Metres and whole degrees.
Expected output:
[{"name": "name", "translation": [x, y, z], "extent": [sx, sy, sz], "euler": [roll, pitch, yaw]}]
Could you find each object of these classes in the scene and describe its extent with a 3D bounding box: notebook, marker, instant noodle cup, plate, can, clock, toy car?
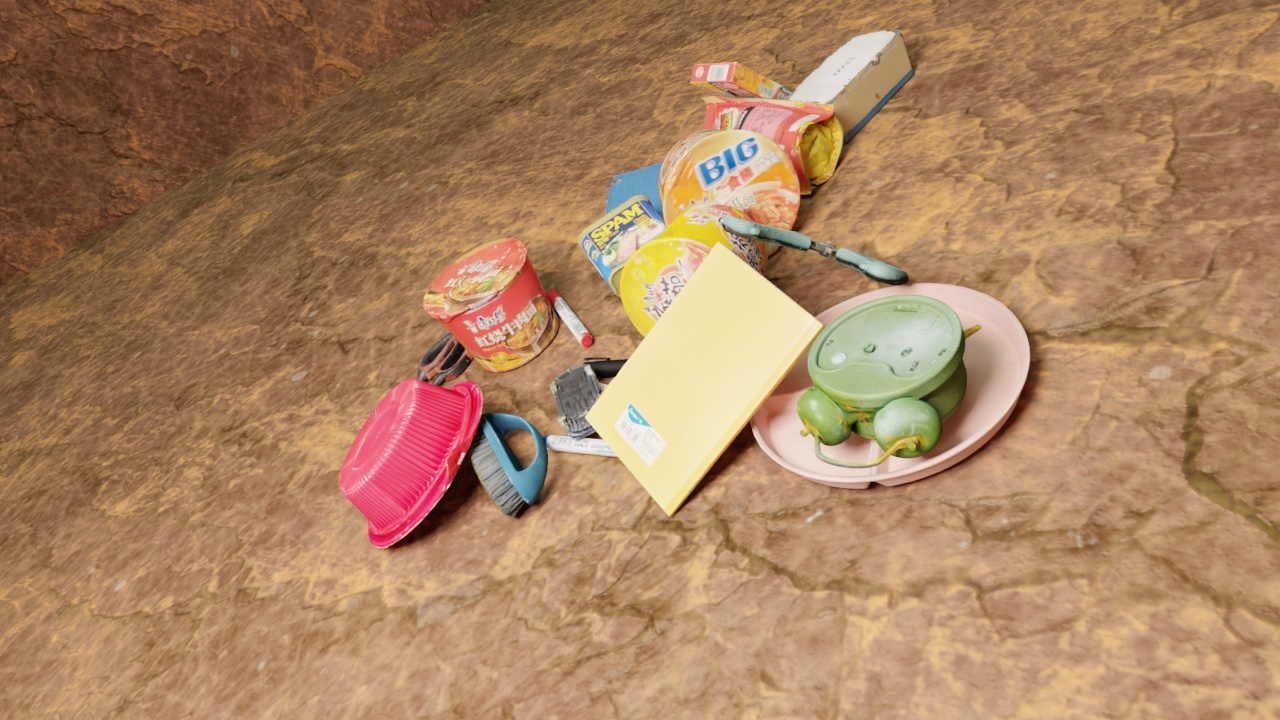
[{"name": "notebook", "translation": [0.048, 0.012, 0.799], "extent": [0.206, 0.010, 0.146], "euler": [-53, 49, 10]}, {"name": "marker", "translation": [-0.040, 0.083, 0.876], "extent": [0.146, 0.017, 0.016], "euler": [1, 45, 39]}, {"name": "marker", "translation": [-0.006, 0.006, 0.945], "extent": [0.132, 0.022, 0.020], "euler": [-2, 0, 37]}, {"name": "instant noodle cup", "translation": [-0.169, -0.061, 1.082], "extent": [0.138, 0.108, 0.137], "euler": [-21, 35, 15]}, {"name": "marker", "translation": [-0.085, -0.051, 1.087], "extent": [0.017, 0.017, 0.145], "euler": [-34, 33, -4]}, {"name": "plate", "translation": [0.201, 0.019, 0.757], "extent": [0.230, 0.028, 0.229], "euler": [-21, 33, 15]}, {"name": "instant noodle cup", "translation": [-0.242, 0.089, 0.930], "extent": [0.194, 0.066, 0.193], "euler": [-39, 30, 27]}, {"name": "can", "translation": [-0.010, -0.134, 1.081], "extent": [0.102, 0.057, 0.083], "euler": [-34, 52, -2]}, {"name": "instant noodle cup", "translation": [0.089, -0.188, 1.019], "extent": [0.151, 0.151, 0.111], "euler": [-29, 25, 3]}, {"name": "clock", "translation": [0.184, 0.018, 0.694], "extent": [0.116, 0.056, 0.160], "euler": [5, 47, 43]}, {"name": "instant noodle cup", "translation": [0.063, -0.086, 0.919], "extent": [0.138, 0.138, 0.109], "euler": [-8, 31, 31]}, {"name": "toy car", "translation": [-0.060, 0.041, 0.917], "extent": [0.049, 0.031, 0.105], "euler": [-25, 33, 1]}]

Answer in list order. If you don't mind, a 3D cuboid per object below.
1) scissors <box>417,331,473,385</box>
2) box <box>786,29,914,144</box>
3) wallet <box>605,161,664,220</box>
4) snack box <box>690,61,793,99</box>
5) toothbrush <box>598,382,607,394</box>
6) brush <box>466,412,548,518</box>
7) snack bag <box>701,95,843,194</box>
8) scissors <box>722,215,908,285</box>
[{"name": "scissors", "translation": [-0.237, -0.045, 1.200], "extent": [0.182, 0.015, 0.209], "euler": [-34, 33, -3]}, {"name": "box", "translation": [0.258, -0.339, 1.151], "extent": [0.184, 0.063, 0.090], "euler": [-46, 36, -18]}, {"name": "wallet", "translation": [0.001, -0.199, 1.190], "extent": [0.106, 0.040, 0.132], "euler": [-14, 45, 22]}, {"name": "snack box", "translation": [0.146, -0.342, 1.174], "extent": [0.077, 0.155, 0.027], "euler": [19, 96, 50]}, {"name": "toothbrush", "translation": [-0.024, 0.031, 0.931], "extent": [0.180, 0.016, 0.016], "euler": [11, 55, 46]}, {"name": "brush", "translation": [-0.129, 0.093, 0.898], "extent": [0.073, 0.055, 0.144], "euler": [-36, 33, -5]}, {"name": "snack bag", "translation": [0.140, -0.261, 1.121], "extent": [0.208, 0.073, 0.128], "euler": [15, 94, 46]}, {"name": "scissors", "translation": [0.164, -0.102, 0.846], "extent": [0.170, 0.174, 0.019], "euler": [39, 114, 60]}]
